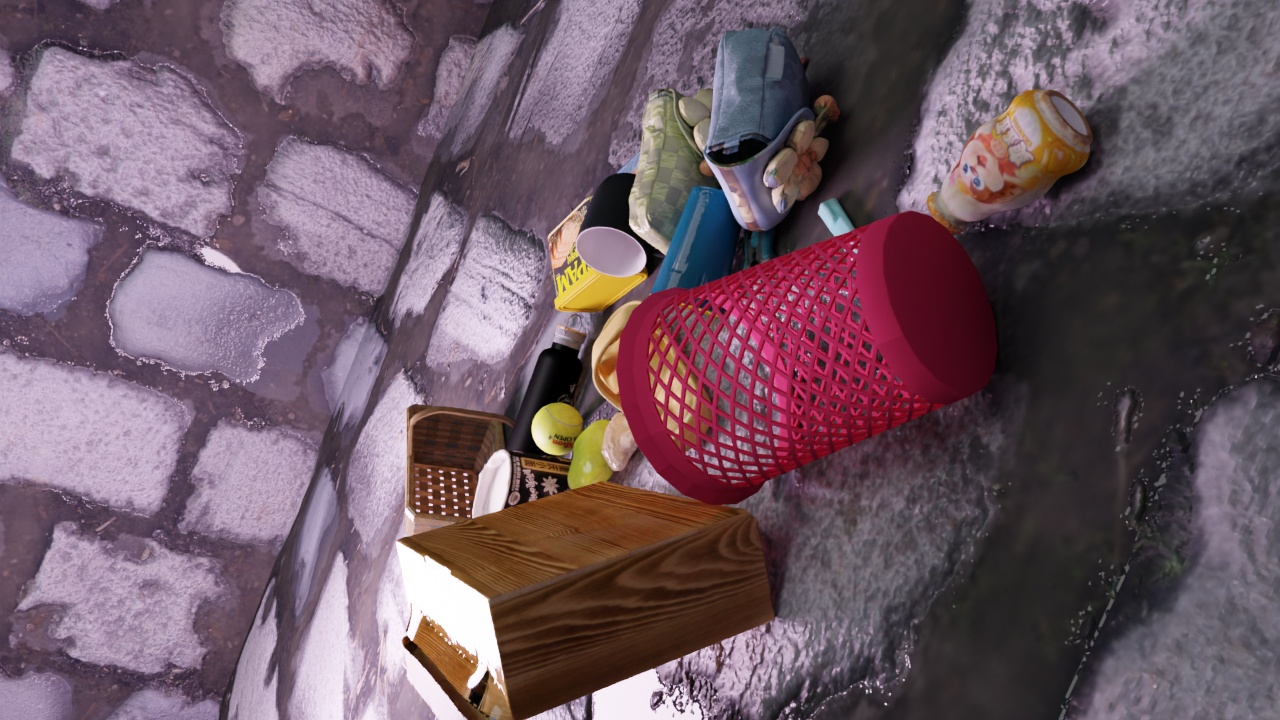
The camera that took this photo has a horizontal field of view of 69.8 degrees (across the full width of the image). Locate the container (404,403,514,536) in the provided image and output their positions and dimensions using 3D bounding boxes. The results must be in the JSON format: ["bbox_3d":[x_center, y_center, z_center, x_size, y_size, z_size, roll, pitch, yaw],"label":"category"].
[{"bbox_3d":[-0.263,0.147,1.319,0.249,0.157,0.187,-110,35,-53],"label":"container"}]

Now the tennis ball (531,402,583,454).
[{"bbox_3d":[-0.103,0.085,1.148,0.065,0.065,0.065,-43,36,43],"label":"tennis ball"}]

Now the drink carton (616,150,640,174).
[{"bbox_3d":[0.004,-0.221,1.163,0.130,0.064,0.040,-31,36,52],"label":"drink carton"}]

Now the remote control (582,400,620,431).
[{"bbox_3d":[-0.027,0.055,1.080,0.137,0.015,0.032,-42,37,40],"label":"remote control"}]

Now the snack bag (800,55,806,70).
[{"bbox_3d":[0.136,-0.247,0.975,0.057,0.013,0.157,-2,66,64],"label":"snack bag"}]

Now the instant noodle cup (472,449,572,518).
[{"bbox_3d":[-0.128,0.168,1.083,0.138,0.112,0.137,-41,38,44],"label":"instant noodle cup"}]

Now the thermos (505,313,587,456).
[{"bbox_3d":[-0.122,0.048,1.216,0.061,0.061,0.231,15,85,64],"label":"thermos"}]

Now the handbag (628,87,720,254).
[{"bbox_3d":[0.058,-0.208,1.009,0.117,0.113,0.186,-8,67,52],"label":"handbag"}]

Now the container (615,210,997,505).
[{"bbox_3d":[0.123,-0.006,0.671,0.226,0.183,0.182,-25,50,46],"label":"container"}]

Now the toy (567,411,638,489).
[{"bbox_3d":[-0.038,0.098,1.032,0.115,0.046,0.091,-35,29,34],"label":"toy"}]

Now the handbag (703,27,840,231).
[{"bbox_3d":[0.128,-0.226,0.878,0.119,0.122,0.191,-1,60,25],"label":"handbag"}]

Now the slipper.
[{"bbox_3d":[-0.006,0.006,0.986,0.099,0.078,0.263,-50,33,11],"label":"slipper"}]

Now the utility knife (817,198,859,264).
[{"bbox_3d":[0.183,-0.091,0.774,0.022,0.015,0.179,-56,27,28],"label":"utility knife"}]

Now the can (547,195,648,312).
[{"bbox_3d":[-0.059,-0.134,1.176,0.136,0.075,0.104,-32,63,52],"label":"can"}]

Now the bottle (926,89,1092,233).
[{"bbox_3d":[0.247,-0.131,0.626,0.109,0.063,0.063,-43,36,43],"label":"bottle"}]

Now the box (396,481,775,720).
[{"bbox_3d":[-0.068,0.294,0.784,0.280,0.281,0.315,0,99,62],"label":"box"}]

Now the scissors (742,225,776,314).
[{"bbox_3d":[0.120,-0.114,0.908,0.140,0.019,0.128,-64,25,11],"label":"scissors"}]

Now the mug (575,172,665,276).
[{"bbox_3d":[-0.005,-0.154,1.071,0.085,0.121,0.094,118,171,-57],"label":"mug"}]

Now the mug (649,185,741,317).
[{"bbox_3d":[0.064,-0.113,0.943,0.078,0.078,0.121,21,94,64],"label":"mug"}]
